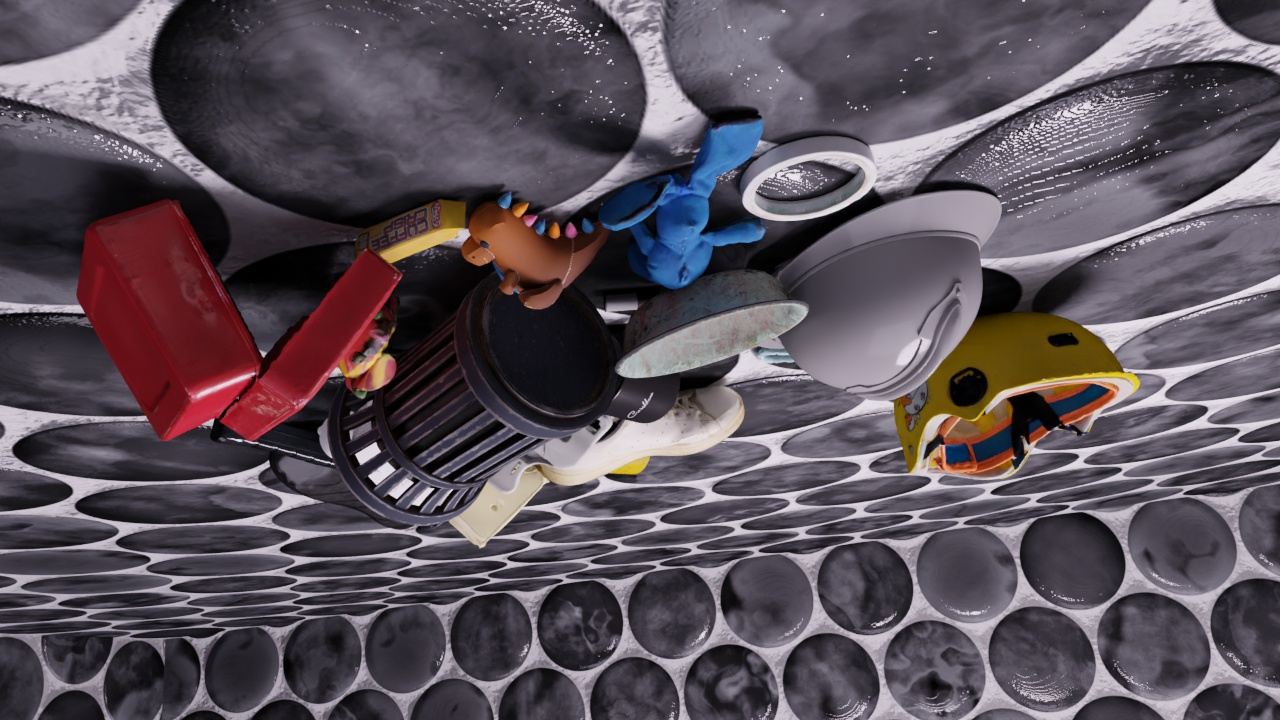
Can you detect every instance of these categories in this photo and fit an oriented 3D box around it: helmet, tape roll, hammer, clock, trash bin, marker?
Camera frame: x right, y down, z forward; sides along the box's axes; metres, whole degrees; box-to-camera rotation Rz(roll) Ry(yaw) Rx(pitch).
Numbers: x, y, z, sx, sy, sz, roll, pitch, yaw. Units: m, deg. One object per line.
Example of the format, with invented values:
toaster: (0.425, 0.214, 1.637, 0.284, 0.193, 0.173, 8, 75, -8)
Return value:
helmet: (0.369, 0.019, 0.951, 0.208, 0.139, 0.241, 8, 143, -35)
tape roll: (0.116, -0.125, 0.637, 0.093, 0.013, 0.093, -7, 161, -2)
hammer: (-0.321, 0.110, 1.037, 0.025, 0.117, 0.332, -4, 161, 39)
clock: (-0.248, 0.099, 0.968, 0.125, 0.072, 0.161, -32, 130, 10)
trash bin: (-0.139, 0.029, 0.777, 0.164, 0.164, 0.228, 10, 151, -39)
helmet: (0.200, -0.024, 0.772, 0.183, 0.117, 0.272, 0, 155, -28)
marker: (0.038, -0.055, 0.803, 0.140, 0.016, 0.016, -5, 161, -7)

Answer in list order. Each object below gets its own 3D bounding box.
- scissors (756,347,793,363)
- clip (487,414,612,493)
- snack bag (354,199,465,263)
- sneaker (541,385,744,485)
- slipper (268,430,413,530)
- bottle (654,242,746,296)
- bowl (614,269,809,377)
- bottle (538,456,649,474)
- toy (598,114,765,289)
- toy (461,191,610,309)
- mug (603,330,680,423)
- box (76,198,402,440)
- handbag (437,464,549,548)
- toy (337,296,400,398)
scissors: (0.205, -0.012, 0.992, 0.174, 0.022, 0.171, -12, 158, -1)
clip: (-0.113, 0.068, 0.943, 0.124, 0.072, 0.143, 38, 121, -6)
snack bag: (-0.162, -0.086, 0.633, 0.099, 0.026, 0.020, -15, 160, 25)
sneaker: (-0.001, 0.058, 1.030, 0.241, 0.089, 0.102, -17, 129, -12)
slipper: (-0.350, 0.139, 1.139, 0.113, 0.075, 0.268, -35, 145, 6)
bottle: (0.042, -0.066, 0.743, 0.036, 0.036, 0.110, 5, 157, -31)
bowl: (0.051, -0.032, 0.719, 0.157, 0.038, 0.157, -16, 168, -4)
bottle: (-0.072, 0.101, 1.123, 0.163, 0.071, 0.071, 8, 156, -38)
toy: (0.019, -0.091, 0.625, 0.112, 0.071, 0.177, -14, 162, -13)
toy: (-0.069, -0.091, 0.643, 0.103, 0.070, 0.090, -36, 139, 13)
mug: (-0.005, 0.005, 0.887, 0.114, 0.078, 0.088, -45, 145, 20)
box: (-0.288, -0.030, 0.615, 0.168, 0.153, 0.157, 36, 148, -22)
handbag: (-0.187, 0.144, 1.082, 0.119, 0.111, 0.081, -46, -164, -2)
toy: (-0.219, -0.012, 0.733, 0.046, 0.084, 0.104, 11, 176, -27)
